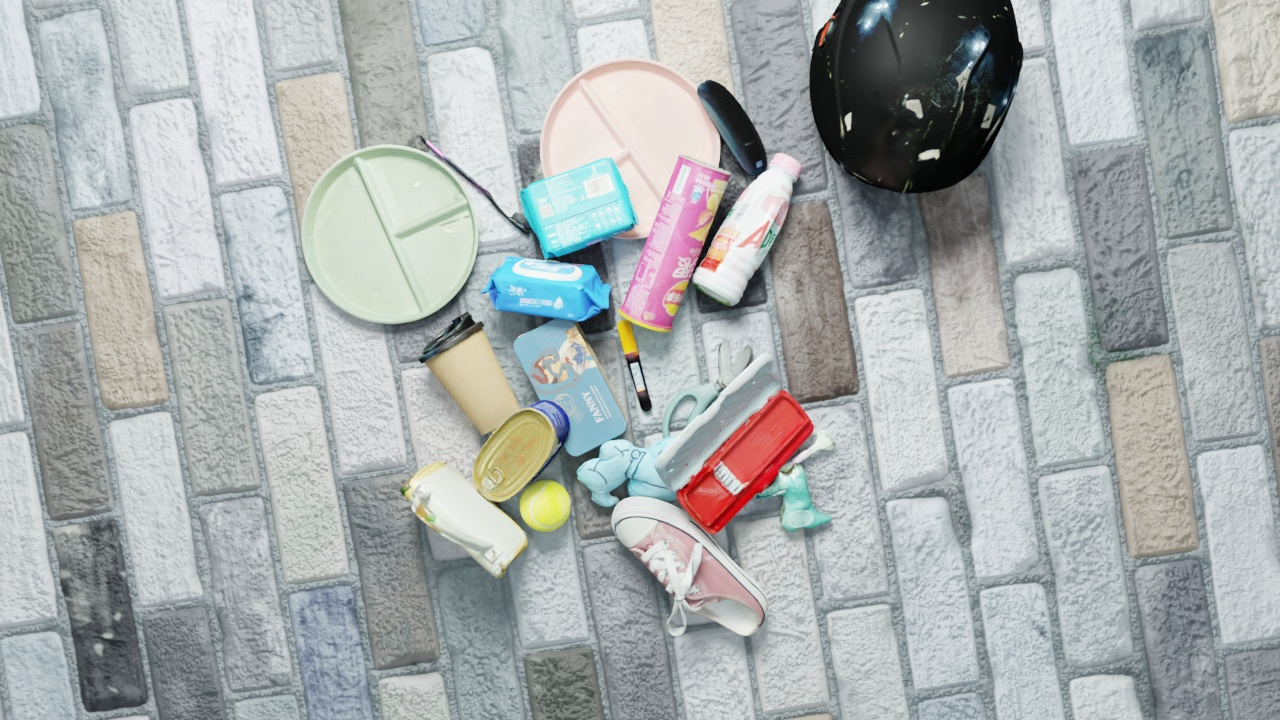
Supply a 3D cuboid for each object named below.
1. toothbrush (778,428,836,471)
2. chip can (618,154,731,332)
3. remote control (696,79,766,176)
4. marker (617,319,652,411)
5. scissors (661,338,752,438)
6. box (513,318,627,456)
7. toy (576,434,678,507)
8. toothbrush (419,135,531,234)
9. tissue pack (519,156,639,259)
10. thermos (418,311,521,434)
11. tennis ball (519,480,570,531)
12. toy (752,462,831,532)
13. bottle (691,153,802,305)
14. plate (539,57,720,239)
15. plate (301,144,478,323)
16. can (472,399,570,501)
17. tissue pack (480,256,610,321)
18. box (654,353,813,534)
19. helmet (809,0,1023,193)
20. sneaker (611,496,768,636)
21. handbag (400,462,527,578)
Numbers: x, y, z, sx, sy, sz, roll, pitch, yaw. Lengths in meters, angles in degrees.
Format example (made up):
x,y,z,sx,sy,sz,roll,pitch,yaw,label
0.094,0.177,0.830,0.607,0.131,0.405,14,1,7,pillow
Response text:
x,y,z,sx,sy,sz,roll,pitch,yaw,label
0.169,0.152,1.190,0.189,0.020,0.029,-35,84,3,toothbrush
0.042,-0.144,1.134,0.071,0.071,0.211,22,105,1,chip can
0.120,-0.296,1.158,0.053,0.024,0.136,-40,99,-36,remote control
-0.007,0.007,1.192,0.018,0.015,0.124,-15,94,3,marker
0.119,0.065,1.188,0.172,0.019,0.177,35,92,1,scissors
-0.085,0.036,1.171,0.090,0.063,0.184,-30,89,3,box
0.013,0.142,1.167,0.156,0.049,0.162,32,114,-26,toy
-0.213,-0.231,1.190,0.189,0.014,0.017,42,82,0,toothbrush
-0.077,-0.188,1.140,0.133,0.050,0.093,-19,93,2,tissue pack
-0.213,0.018,1.165,0.093,0.093,0.143,-31,99,2,thermos
-0.122,0.186,1.175,0.065,0.065,0.065,0,92,1,tennis ball
0.192,0.178,1.178,0.096,0.030,0.092,-13,102,-2,toy
0.139,-0.167,1.158,0.068,0.068,0.197,30,88,0,bottle
-0.013,-0.269,1.175,0.229,0.028,0.229,0,92,2,plate
-0.322,-0.162,1.188,0.230,0.027,0.230,0,91,2,plate
-0.148,0.112,1.141,0.074,0.049,0.148,44,115,8,can
-0.113,-0.093,1.148,0.157,0.094,0.052,8,114,1,tissue pack
0.115,0.101,1.134,0.201,0.063,0.160,-44,121,-13,box
0.318,-0.327,1.065,0.233,0.229,0.275,7,131,1,helmet
0.057,0.269,1.151,0.241,0.087,0.119,41,121,-3,sneaker
-0.216,0.194,1.123,0.163,0.179,0.063,41,87,1,handbag
